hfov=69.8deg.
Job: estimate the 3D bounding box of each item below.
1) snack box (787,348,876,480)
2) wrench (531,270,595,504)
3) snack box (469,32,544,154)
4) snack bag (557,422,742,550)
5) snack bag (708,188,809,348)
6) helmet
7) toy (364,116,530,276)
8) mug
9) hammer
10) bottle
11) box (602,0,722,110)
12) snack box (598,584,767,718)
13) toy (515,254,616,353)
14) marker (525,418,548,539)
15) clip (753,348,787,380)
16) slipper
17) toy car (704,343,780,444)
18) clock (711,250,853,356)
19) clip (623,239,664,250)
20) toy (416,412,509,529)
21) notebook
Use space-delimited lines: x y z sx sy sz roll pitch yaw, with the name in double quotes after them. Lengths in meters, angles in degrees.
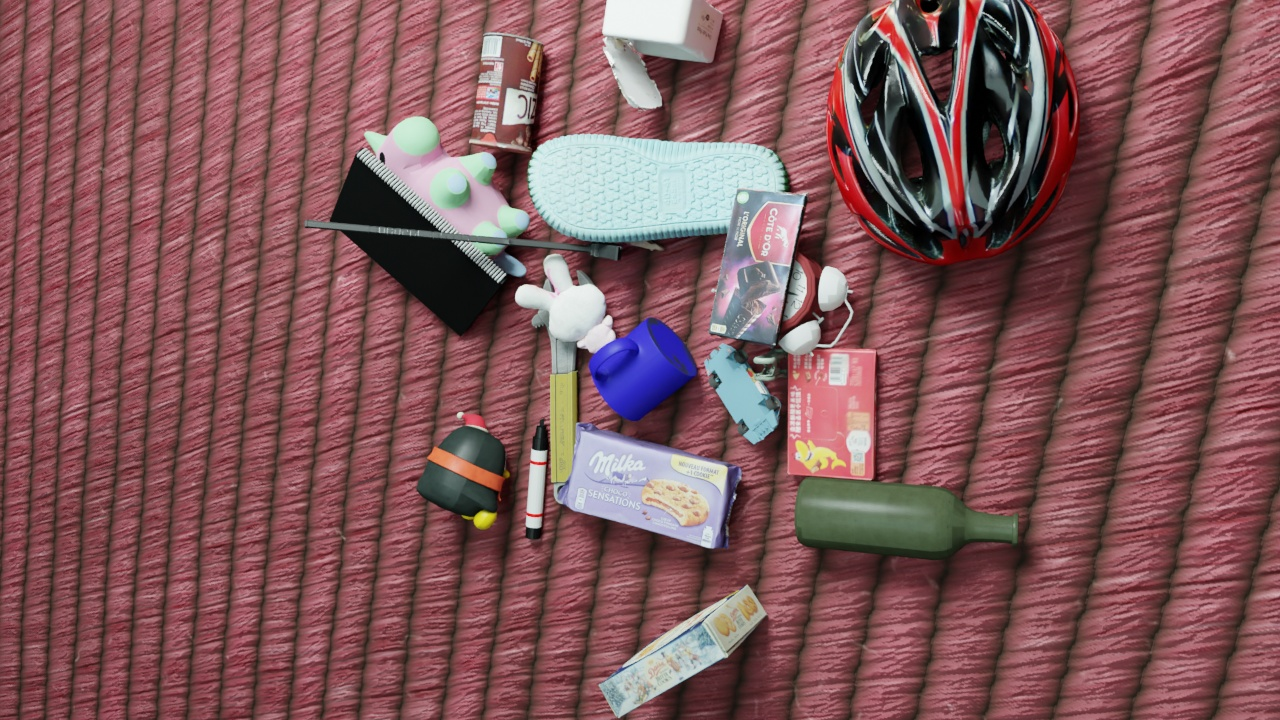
0.197 0.054 0.945 0.089 0.021 0.133 2 96 23 "snack box"
-0.085 0.033 1.064 0.084 0.018 0.273 0 95 19 "wrench"
-0.150 -0.299 1.032 0.072 0.072 0.121 12 99 22 "snack box"
0.010 0.136 1.013 0.206 0.058 0.096 13 98 22 "snack bag"
0.116 -0.093 0.913 0.075 0.018 0.155 11 91 28 "snack bag"
0.274 -0.223 0.824 0.218 0.167 0.271 -9 79 20 "helmet"
-0.223 -0.182 1.061 0.171 0.119 0.222 -6 123 50 "toy"
-0.006 0.006 0.980 0.084 0.111 0.079 -40 56 21 "mug"
-0.180 -0.127 0.958 0.324 0.095 0.015 4 99 -12 "hammer"
0.259 0.157 0.902 0.207 0.071 0.071 2 96 23 "bottle"
0.014 -0.309 0.942 0.103 0.109 0.130 14 100 22 "box"
0.048 0.303 0.967 0.145 0.144 0.042 -37 78 21 "snack box"
-0.074 -0.055 1.022 0.125 0.037 0.076 42 102 -9 "toy"
-0.123 0.140 1.092 0.019 0.019 0.145 8 98 22 "marker"
0.134 0.005 0.938 0.023 0.076 0.047 1 96 23 "clip"
0.018 -0.181 0.974 0.276 0.069 0.116 1 91 6 "slipper"
0.112 0.032 0.973 0.060 0.027 0.107 -49 64 42 "toy car"
0.149 -0.066 0.932 0.137 0.048 0.096 35 103 24 "clock"
0.001 -0.139 1.009 0.062 0.025 0.047 48 109 10 "clip"
-0.203 0.126 1.088 0.098 0.099 0.119 6 69 64 "toy"
-0.257 -0.129 1.049 0.206 0.016 0.149 42 143 -7 "notebook"
